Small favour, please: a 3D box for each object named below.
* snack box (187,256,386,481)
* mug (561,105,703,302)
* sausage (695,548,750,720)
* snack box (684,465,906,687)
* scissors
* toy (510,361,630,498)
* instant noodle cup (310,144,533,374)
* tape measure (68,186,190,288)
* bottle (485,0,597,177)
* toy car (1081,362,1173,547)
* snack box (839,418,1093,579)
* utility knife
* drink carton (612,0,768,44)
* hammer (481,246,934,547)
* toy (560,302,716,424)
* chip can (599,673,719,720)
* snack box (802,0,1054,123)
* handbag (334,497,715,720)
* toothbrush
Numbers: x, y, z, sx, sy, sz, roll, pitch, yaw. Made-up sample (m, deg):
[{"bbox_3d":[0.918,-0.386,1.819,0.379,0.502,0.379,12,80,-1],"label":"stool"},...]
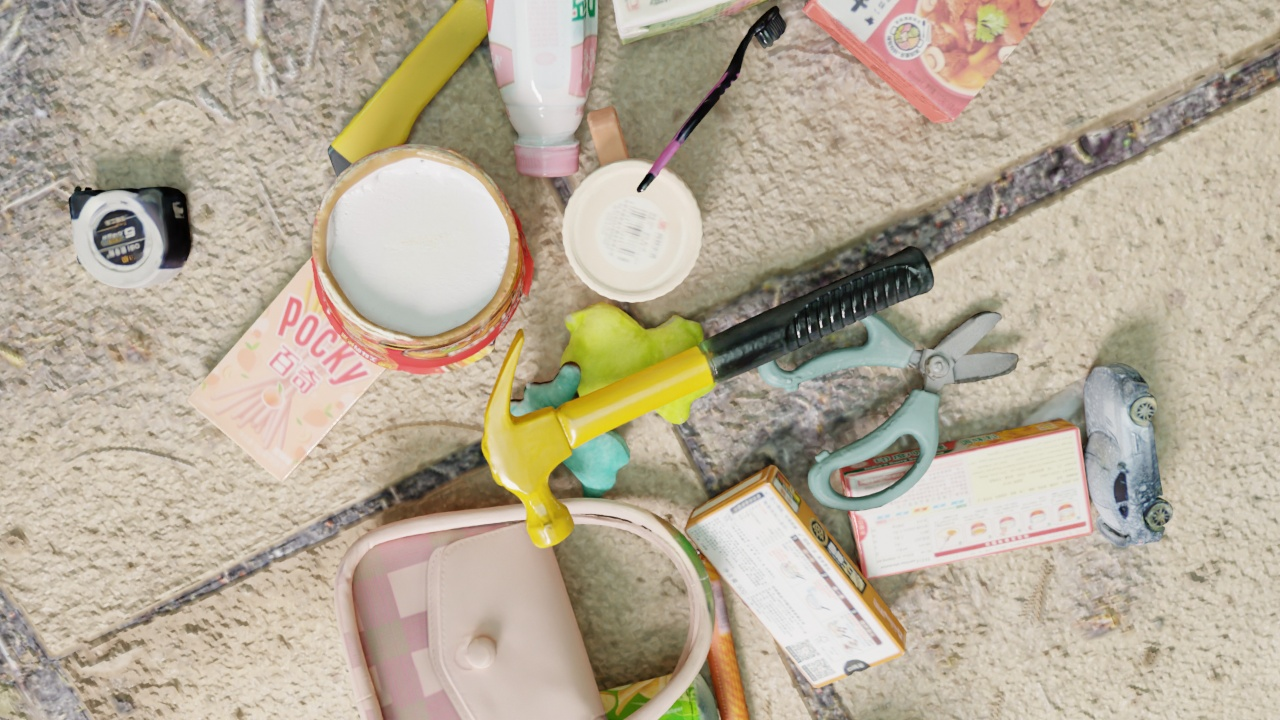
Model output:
[{"bbox_3d":[-0.219,-0.003,0.613,0.084,0.026,0.157,43,99,-7],"label":"snack box"},{"bbox_3d":[-0.007,-0.094,0.549,0.082,0.105,0.114,-14,101,4],"label":"mug"},{"bbox_3d":[0.057,0.210,0.649,0.021,0.021,0.165,-11,100,3],"label":"sausage"},{"bbox_3d":[0.105,0.149,0.622,0.075,0.026,0.154,-35,98,29],"label":"snack box"},{"bbox_3d":[0.167,0.032,0.600,0.177,0.019,0.171,-3,85,1],"label":"scissors"},{"bbox_3d":[-0.047,0.045,0.608,0.092,0.030,0.097,36,131,3],"label":"toy"},{"bbox_3d":[-0.131,-0.062,0.540,0.138,0.109,0.138,0,89,-11],"label":"instant noodle cup"},{"bbox_3d":[-0.331,-0.080,0.597,0.066,0.033,0.066,0,99,3],"label":"tape measure"},{"bbox_3d":[-0.059,-0.210,0.544,0.068,0.068,0.197,1,110,1],"label":"bottle"},{"bbox_3d":[0.311,0.061,0.597,0.037,0.054,0.121,-10,100,1],"label":"toy car"},{"bbox_3d":[0.219,0.094,0.620,0.156,0.027,0.077,-12,100,4],"label":"snack box"},{"bbox_3d":[-0.122,-0.193,0.578,0.216,0.015,0.033,-46,115,6],"label":"utility knife"},{"bbox_3d":[0.040,-0.234,0.551,0.122,0.045,0.053,-15,95,4],"label":"drink carton"},{"bbox_3d":[0.042,0.001,0.571,0.300,0.033,0.129,-24,104,-5],"label":"hammer"},{"bbox_3d":[-0.004,0.004,0.606,0.100,0.031,0.097,-20,102,5],"label":"toy"},{"bbox_3d":[-0.053,0.273,0.639,0.221,0.072,0.072,-15,100,5],"label":"chip can"},{"bbox_3d":[0.182,-0.228,0.549,0.113,0.044,0.127,37,99,-6],"label":"snack box"},{"bbox_3d":[-0.066,0.179,0.594,0.234,0.093,0.193,-19,74,-7],"label":"handbag"},{"bbox_3d":[0.044,-0.151,0.524,0.018,0.014,0.188,47,55,-20],"label":"toothbrush"}]
